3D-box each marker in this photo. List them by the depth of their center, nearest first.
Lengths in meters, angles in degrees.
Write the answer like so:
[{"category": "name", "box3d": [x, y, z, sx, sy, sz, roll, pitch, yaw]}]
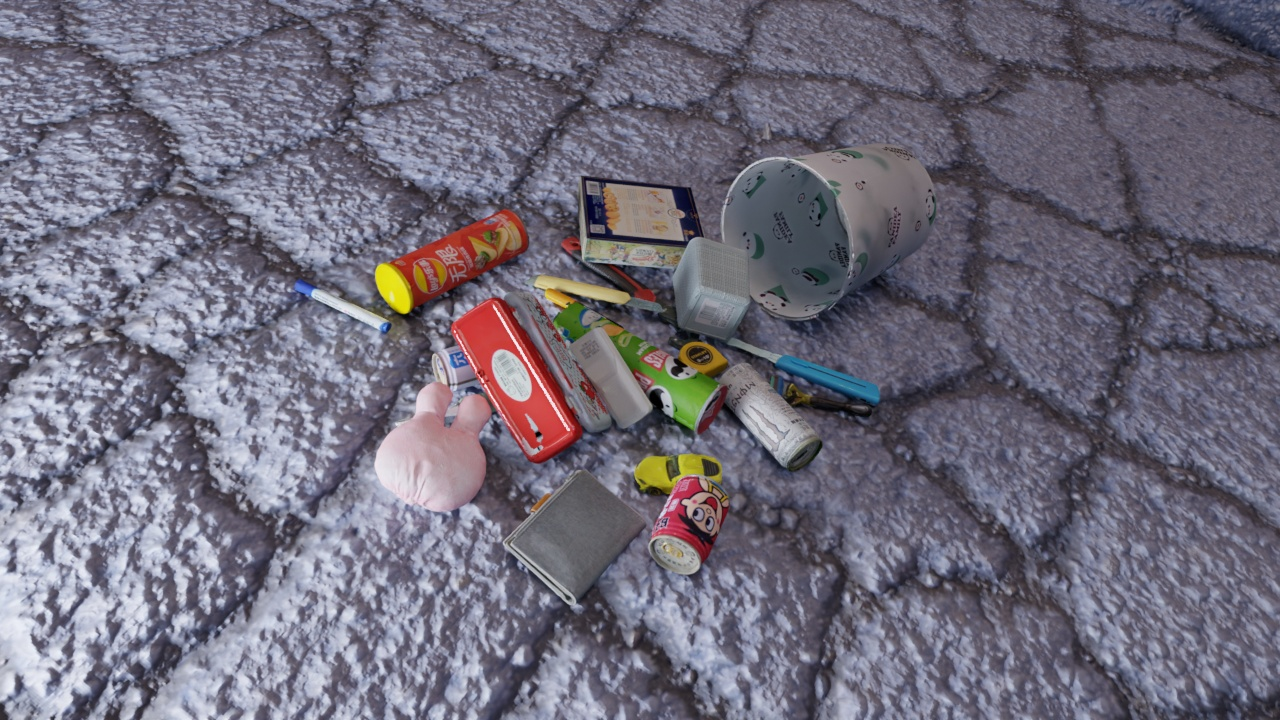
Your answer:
[{"category": "marker", "box3d": [-0.391, -0.072, 1.205, 0.146, 0.017, 0.016, 24, 46, 13]}, {"category": "marker", "box3d": [-0.078, -0.067, 1.266, 0.124, 0.015, 0.018, 27, 48, 12]}]

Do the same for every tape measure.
[{"category": "tape measure", "box3d": [0.077, 0.004, 1.214, 0.059, 0.029, 0.057, -24, 55, -31]}]

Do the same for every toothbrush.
[{"category": "toothbrush", "box3d": [-0.186, 0.052, 1.115, 0.224, 0.027, 0.026, -13, 14, -24]}]

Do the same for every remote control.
[{"category": "remote control", "box3d": [-0.036, 0.022, 1.125, 0.125, 0.049, 0.024, 57, 20, 7]}]

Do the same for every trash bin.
[{"category": "trash bin", "box3d": [0.284, -0.204, 1.338, 0.251, 0.230, 0.229, -24, 54, -38]}]

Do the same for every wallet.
[{"category": "wallet", "box3d": [-0.072, 0.187, 0.995, 0.106, 0.037, 0.129, 39, 51, 11]}]

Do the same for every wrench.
[{"category": "wrench", "box3d": [-0.015, -0.102, 1.312, 0.056, 0.016, 0.273, -29, 58, -34]}]

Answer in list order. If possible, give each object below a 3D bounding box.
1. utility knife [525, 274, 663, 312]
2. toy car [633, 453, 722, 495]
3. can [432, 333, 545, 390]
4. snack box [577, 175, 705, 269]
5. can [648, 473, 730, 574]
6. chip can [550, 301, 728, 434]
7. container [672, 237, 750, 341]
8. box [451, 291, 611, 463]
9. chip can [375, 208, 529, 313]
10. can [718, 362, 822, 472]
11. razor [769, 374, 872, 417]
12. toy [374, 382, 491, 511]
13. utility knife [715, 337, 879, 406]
[{"category": "utility knife", "box3d": [-0.063, -0.095, 1.284, 0.202, 0.021, 0.030, 10, 46, 14]}, {"category": "toy car", "box3d": [0.045, 0.131, 1.078, 0.105, 0.032, 0.048, -1, 46, -10]}, {"category": "can", "box3d": [-0.189, -0.002, 1.149, 0.134, 0.053, 0.053, -17, 51, -26]}, {"category": "snack box", "box3d": [-0.001, -0.209, 1.387, 0.182, 0.046, 0.177, 5, 40, -10]}, {"category": "can", "box3d": [0.053, 0.180, 1.006, 0.066, 0.067, 0.093, 22, 46, 11]}, {"category": "chip can", "box3d": [-0.007, 0.007, 1.165, 0.236, 0.072, 0.072, 30, 47, 19]}, {"category": "container", "box3d": [0.099, -0.094, 1.262, 0.090, 0.090, 0.111, 15, 41, -13]}, {"category": "box", "box3d": [-0.128, 0.017, 1.109, 0.110, 0.100, 0.201, -33, 82, 5]}, {"category": "chip can", "box3d": [-0.254, -0.139, 1.262, 0.073, 0.073, 0.216, 38, 49, 25]}, {"category": "can", "box3d": [0.159, 0.069, 1.144, 0.058, 0.058, 0.146, -21, 53, -29]}, {"category": "razor", "box3d": [0.234, 0.053, 1.201, 0.142, 0.022, 0.042, 12, 77, -5]}, {"category": "toy", "box3d": [-0.227, 0.097, 1.038, 0.121, 0.054, 0.159, 20, 51, -3]}, {"category": "utility knife", "box3d": [0.212, 0.008, 1.246, 0.234, 0.018, 0.034, 21, 46, 11]}]
